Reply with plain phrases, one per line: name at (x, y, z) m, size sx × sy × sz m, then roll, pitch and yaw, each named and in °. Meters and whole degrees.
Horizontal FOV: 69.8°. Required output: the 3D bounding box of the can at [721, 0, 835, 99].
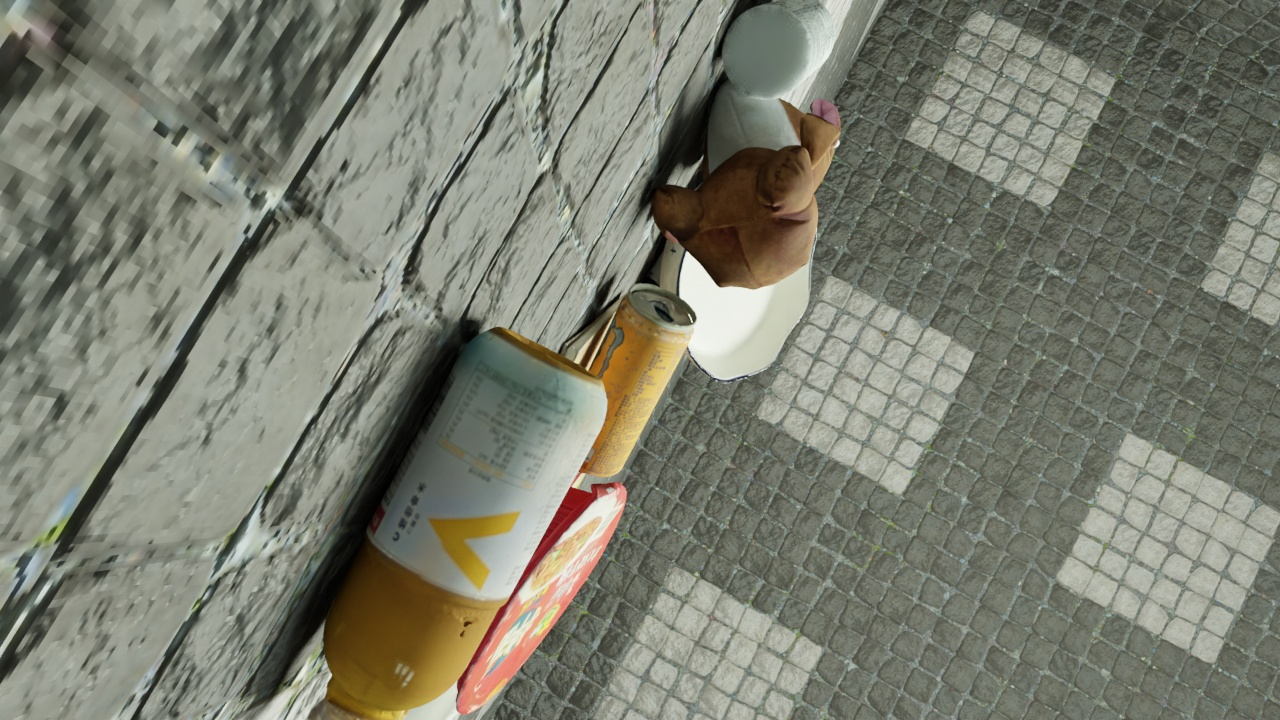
can at (0.100, -0.221, 0.640) m, size 0.058 × 0.058 × 0.146 m, roll -64°, pitch 175°, yaw 29°

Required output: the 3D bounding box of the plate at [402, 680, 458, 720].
plate at (-0.154, 0.276, 0.830) m, size 0.162 × 0.034 × 0.266 m, roll -51°, pitch 174°, yaw -4°

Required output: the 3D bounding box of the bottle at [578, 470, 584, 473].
bottle at (-0.036, 0.058, 0.922) m, size 0.080 × 0.044 × 0.194 m, roll -61°, pitch 176°, yaw 10°

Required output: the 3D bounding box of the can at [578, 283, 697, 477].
can at (-0.012, 0.017, 0.689) m, size 0.146 × 0.058 × 0.058 m, roll -63°, pitch 175°, yaw 28°

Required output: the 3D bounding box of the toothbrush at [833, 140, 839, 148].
toothbrush at (0.119, -0.188, 0.805) m, size 0.180 × 0.016 × 0.016 m, roll 20°, pitch -91°, yaw 64°

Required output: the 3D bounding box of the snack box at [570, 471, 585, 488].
snack box at (-0.096, 0.150, 0.908) m, size 0.077 × 0.027 × 0.155 m, roll -62°, pitch 175°, yaw 25°

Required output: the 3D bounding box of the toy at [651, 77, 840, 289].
toy at (0.080, -0.141, 0.672) m, size 0.130 × 0.140 × 0.199 m, roll 69°, pitch 28°, yaw -23°

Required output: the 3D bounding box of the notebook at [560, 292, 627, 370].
notebook at (-0.070, 0.053, 0.720) m, size 0.212 × 0.012 × 0.149 m, roll -63°, pitch 176°, yaw 24°

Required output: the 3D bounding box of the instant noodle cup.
instant noodle cup at (-0.089, 0.154, 0.661) m, size 0.193 × 0.066 × 0.194 m, roll -51°, pitch 166°, yaw -19°

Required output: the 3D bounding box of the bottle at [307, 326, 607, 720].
bottle at (-0.083, 0.080, 0.392) m, size 0.189 × 0.068 × 0.068 m, roll -62°, pitch 175°, yaw 2°

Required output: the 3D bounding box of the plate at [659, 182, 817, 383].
plate at (0.090, -0.084, 0.858) m, size 0.204 × 0.046 × 0.205 m, roll -19°, pitch 118°, yaw -42°

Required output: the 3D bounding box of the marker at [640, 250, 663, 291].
marker at (0.024, -0.091, 0.843) m, size 0.130 × 0.018 × 0.023 m, roll -57°, pitch -178°, yaw -34°
